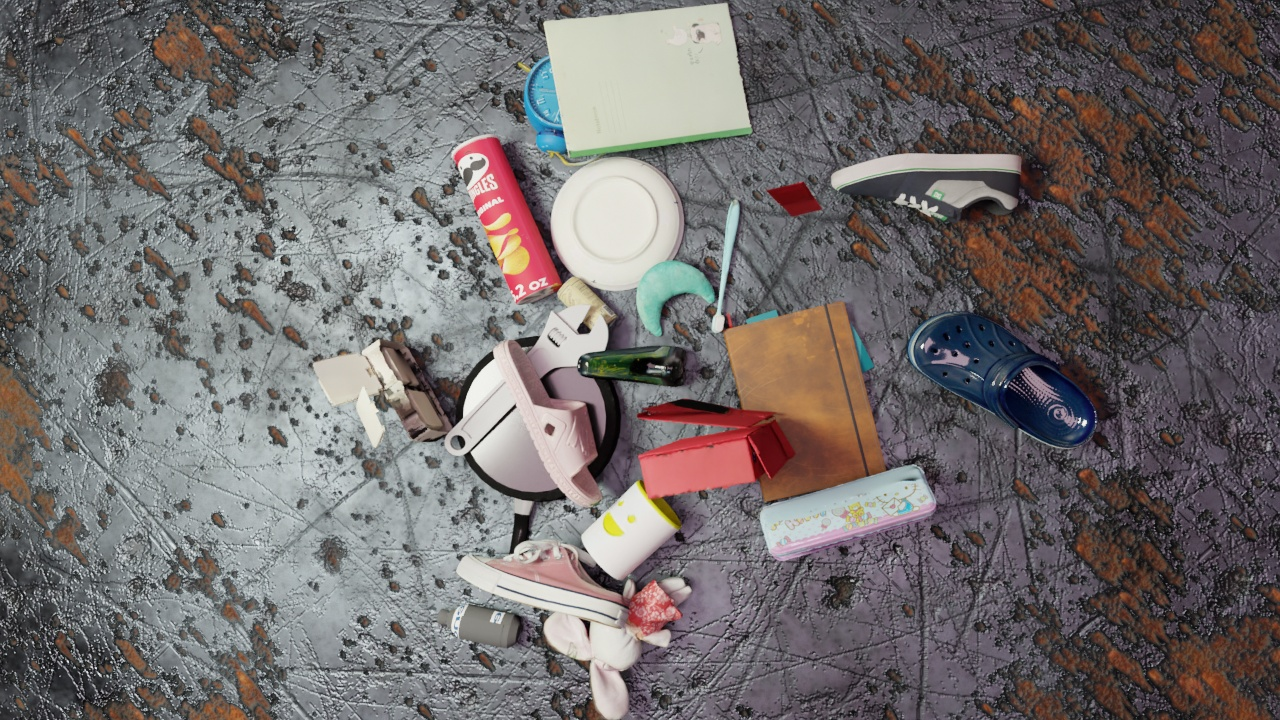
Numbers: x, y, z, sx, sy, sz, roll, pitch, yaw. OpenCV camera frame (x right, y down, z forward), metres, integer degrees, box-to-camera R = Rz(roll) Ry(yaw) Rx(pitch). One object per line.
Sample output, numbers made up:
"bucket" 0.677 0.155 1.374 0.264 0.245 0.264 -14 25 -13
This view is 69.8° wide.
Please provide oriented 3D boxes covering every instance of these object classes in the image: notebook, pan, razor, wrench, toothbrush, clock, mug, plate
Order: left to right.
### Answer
"wrench" -0.150 0.033 1.209 0.086 0.018 0.273 44 96 -3
"pan" -0.150 0.144 1.235 0.225 0.034 0.356 9 89 7
"clock" -0.094 -0.337 1.226 0.117 0.060 0.161 -20 87 2
"plate" -0.033 -0.186 1.229 0.182 0.034 0.182 0 89 6
"mug" -0.012 0.221 1.193 0.106 0.082 0.082 -44 84 5
"razor" -0.007 0.007 1.188 0.151 0.067 0.054 1 95 -28
"notebook" 0.012 -0.369 1.204 0.252 0.010 0.182 -10 88 -12
"toothbrush" 0.114 -0.126 1.217 0.016 0.016 0.180 9 85 -9
"notebook" 0.221 0.044 1.204 0.178 0.014 0.249 -14 87 6

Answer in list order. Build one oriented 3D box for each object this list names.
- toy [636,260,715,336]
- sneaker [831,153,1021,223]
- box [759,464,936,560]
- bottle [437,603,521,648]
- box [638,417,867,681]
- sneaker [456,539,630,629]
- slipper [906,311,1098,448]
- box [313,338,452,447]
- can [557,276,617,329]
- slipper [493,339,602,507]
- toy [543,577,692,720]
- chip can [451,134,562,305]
"toy" 0.039 -0.090 1.220 0.105 0.033 0.085 -33 104 8
"sneaker" 0.362 -0.214 1.163 0.235 0.084 0.079 -1 89 3
"box" 0.260 0.192 1.163 0.214 0.096 0.077 -18 75 6
"bottle" -0.217 0.354 1.230 0.112 0.047 0.047 10 90 7
"box" 0.141 0.214 1.100 0.153 0.213 0.325 -28 84 15
"sneaker" -0.121 0.271 1.171 0.241 0.118 0.087 10 72 20
"slipper" 0.460 0.021 1.141 0.253 0.095 0.105 32 95 3
"box" -0.332 0.046 1.177 0.069 0.191 0.143 -33 78 5
"can" -0.072 -0.073 1.228 0.079 0.038 0.038 44 93 6
"slipper" -0.103 0.073 1.156 0.064 0.094 0.239 -29 91 11
"toy" -0.017 0.348 1.191 0.194 0.084 0.159 -42 76 -3
"chip can" -0.178 -0.187 1.228 0.069 0.069 0.220 -24 86 5
